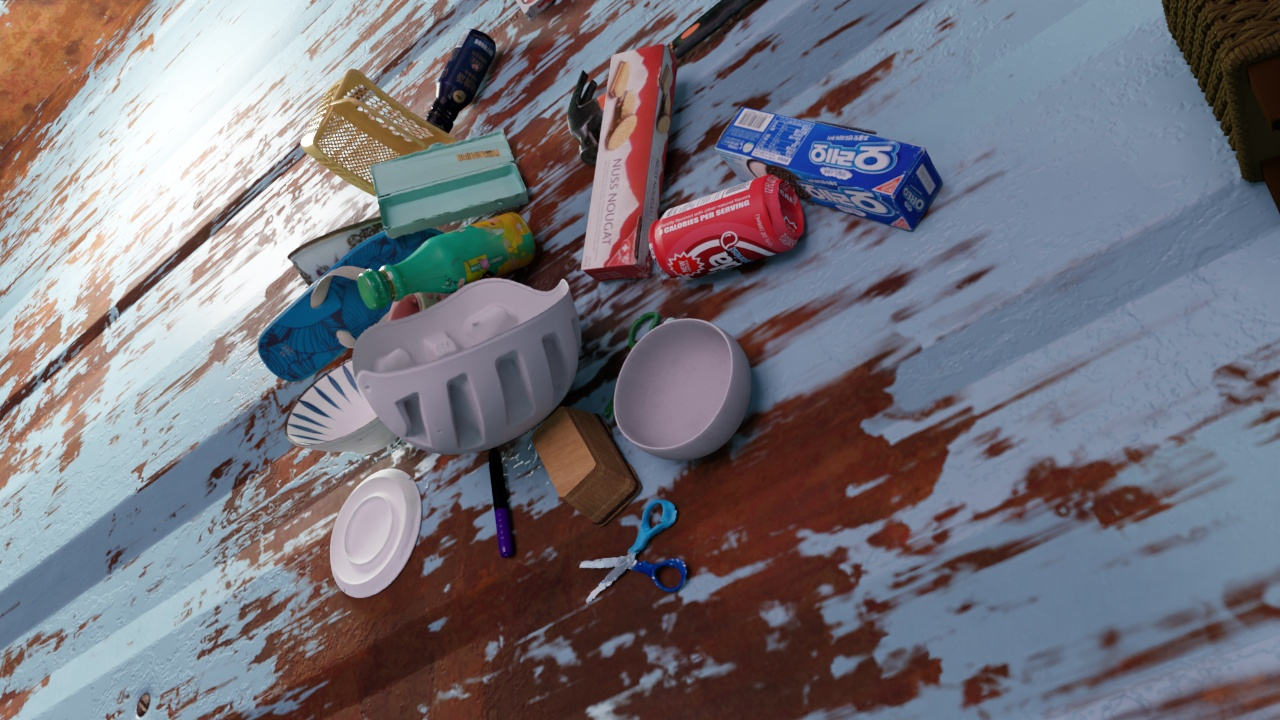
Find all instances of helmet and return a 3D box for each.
[{"bbox_3d":[-0.167,-0.004,0.928,0.223,0.184,0.283,-33,3,-26],"label":"helmet"}]

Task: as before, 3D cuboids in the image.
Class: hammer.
[{"bbox_3d":[0.047,-0.375,1.098,0.334,0.033,0.133,-32,50,20],"label":"hammer"}]

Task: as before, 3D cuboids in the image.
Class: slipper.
[{"bbox_3d":[-0.360,-0.074,1.164,0.295,0.118,0.060,-34,11,1],"label":"slipper"},{"bbox_3d":[-0.264,-0.053,1.103,0.093,0.081,0.196,13,52,41],"label":"slipper"}]

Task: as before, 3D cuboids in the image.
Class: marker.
[{"bbox_3d":[-0.151,0.150,0.985,0.018,0.015,0.133,-55,38,42],"label":"marker"}]

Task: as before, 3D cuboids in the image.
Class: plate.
[{"bbox_3d":[-0.320,0.202,1.093,0.157,0.014,0.156,-18,57,30],"label":"plate"}]

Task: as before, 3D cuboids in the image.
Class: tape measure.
[{"bbox_3d":[-0.152,-0.534,1.346,0.062,0.020,0.060,-40,48,14],"label":"tape measure"}]

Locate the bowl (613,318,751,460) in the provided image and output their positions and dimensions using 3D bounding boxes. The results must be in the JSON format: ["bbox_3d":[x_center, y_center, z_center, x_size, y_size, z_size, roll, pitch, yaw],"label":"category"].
[{"bbox_3d":[0.046,0.032,0.855,0.132,0.064,0.131,-19,57,31],"label":"bowl"}]

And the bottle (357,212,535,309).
[{"bbox_3d":[-0.223,-0.112,1.062,0.209,0.068,0.068,-26,34,-34],"label":"bottle"}]

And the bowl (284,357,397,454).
[{"bbox_3d":[-0.338,0.065,1.125,0.177,0.071,0.177,-17,34,12],"label":"bowl"}]

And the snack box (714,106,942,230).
[{"bbox_3d":[0.172,-0.188,0.877,0.226,0.059,0.059,28,82,44],"label":"snack box"}]

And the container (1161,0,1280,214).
[{"bbox_3d":[0.511,-0.240,0.556,0.322,0.176,0.204,-16,61,32],"label":"container"}]

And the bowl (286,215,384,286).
[{"bbox_3d":[-0.385,-0.128,1.252,0.160,0.159,0.094,-18,97,31],"label":"bowl"}]

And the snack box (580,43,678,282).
[{"bbox_3d":[-0.011,-0.224,1.029,0.077,0.044,0.272,-2,72,32],"label":"snack box"}]

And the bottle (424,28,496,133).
[{"bbox_3d":[-0.266,-0.407,1.345,0.056,0.056,0.160,16,78,43],"label":"bottle"}]

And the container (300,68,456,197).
[{"bbox_3d":[-0.357,-0.299,1.274,0.167,0.183,0.129,9,72,48],"label":"container"}]

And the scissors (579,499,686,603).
[{"bbox_3d":[-0.007,0.194,0.847,0.134,0.015,0.104,-43,48,14],"label":"scissors"}]

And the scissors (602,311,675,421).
[{"bbox_3d":[0.000,0.009,0.942,0.071,0.014,0.130,15,76,43],"label":"scissors"}]

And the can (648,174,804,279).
[{"bbox_3d":[0.084,-0.129,0.903,0.143,0.074,0.074,-14,59,33],"label":"can"}]

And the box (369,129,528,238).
[{"bbox_3d":[-0.251,-0.232,1.192,0.186,0.033,0.136,-15,50,-8],"label":"box"}]

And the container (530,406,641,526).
[{"bbox_3d":[-0.058,0.098,0.905,0.063,0.061,0.114,-44,47,11],"label":"container"}]
